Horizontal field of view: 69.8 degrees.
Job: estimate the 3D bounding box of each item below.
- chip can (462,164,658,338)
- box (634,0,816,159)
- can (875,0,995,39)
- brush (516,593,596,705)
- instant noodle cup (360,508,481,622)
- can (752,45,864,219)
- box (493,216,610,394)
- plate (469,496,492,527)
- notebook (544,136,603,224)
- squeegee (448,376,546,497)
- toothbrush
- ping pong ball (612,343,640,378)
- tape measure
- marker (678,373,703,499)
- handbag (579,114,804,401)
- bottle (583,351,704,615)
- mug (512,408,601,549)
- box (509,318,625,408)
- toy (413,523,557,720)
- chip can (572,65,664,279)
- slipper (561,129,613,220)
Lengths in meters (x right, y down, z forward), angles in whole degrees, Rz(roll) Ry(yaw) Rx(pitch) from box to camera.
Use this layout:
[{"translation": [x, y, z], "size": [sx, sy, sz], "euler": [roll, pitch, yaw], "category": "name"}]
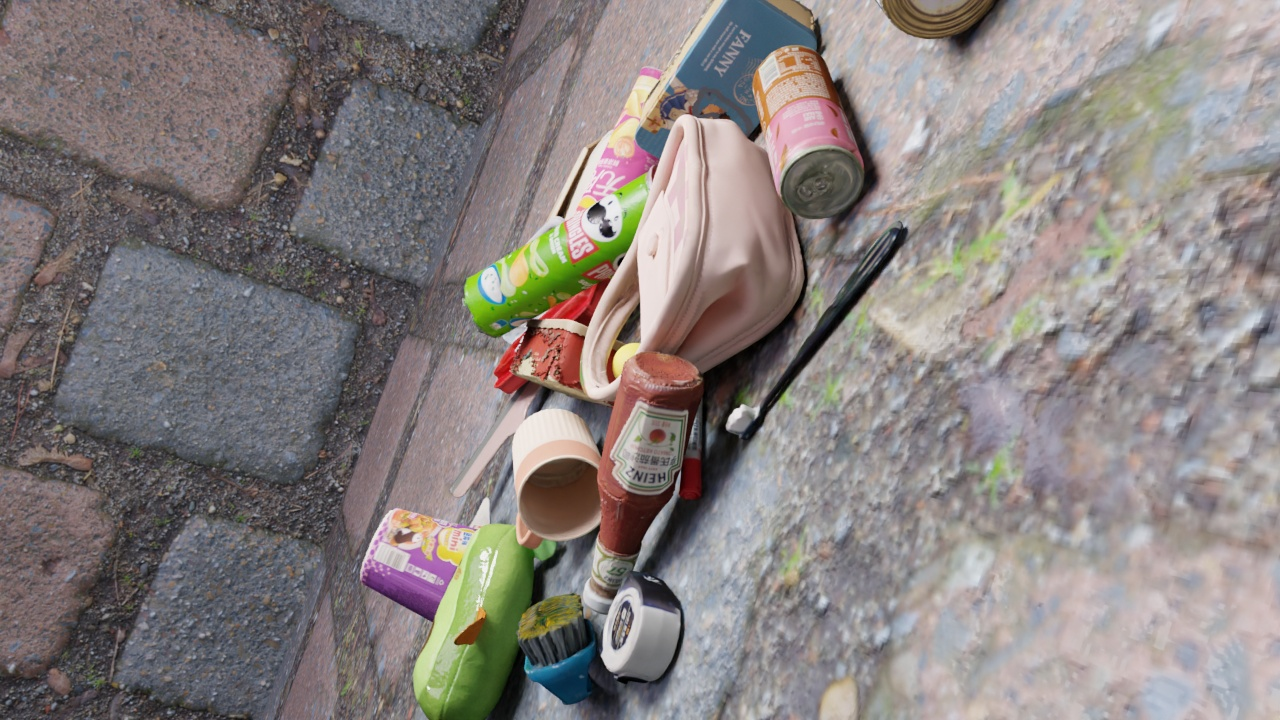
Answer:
[{"translation": [-0.064, -0.099, 0.880], "size": [0.237, 0.072, 0.072], "euler": [-26, 41, 26], "category": "chip can"}, {"translation": [0.073, -0.242, 0.778], "size": [0.185, 0.089, 0.060], "euler": [-50, 21, 45], "category": "box"}, {"translation": [0.170, -0.252, 0.560], "size": [0.075, 0.075, 0.111], "euler": [-55, 25, 34], "category": "can"}, {"translation": [-0.059, 0.221, 0.697], "size": [0.144, 0.055, 0.073], "euler": [141, 109, -82], "category": "brush"}, {"translation": [-0.229, 0.210, 0.955], "size": [0.111, 0.099, 0.111], "euler": [29, -98, -88], "category": "instant noodle cup"}, {"translation": [0.114, -0.162, 0.639], "size": [0.058, 0.058, 0.147], "euler": [-53, 26, 37], "category": "can"}, {"translation": [-0.125, -0.062, 1.059], "size": [0.202, 0.098, 0.118], "euler": [-38, 24, 42], "category": "box"}, {"translation": [-0.194, 0.258, 1.053], "size": [0.165, 0.034, 0.163], "euler": [-56, 24, 32], "category": "plate"}, {"translation": [-0.088, -0.216, 1.184], "size": [0.150, 0.012, 0.211], "euler": [-61, 4, 18], "category": "notebook"}, {"translation": [-0.121, 0.102, 1.009], "size": [0.248, 0.040, 0.249], "euler": [-54, 21, 5], "category": "squeegee"}, {"translation": [0.107, -0.015, 0.579], "size": [0.181, 0.018, 0.015], "euler": [-56, 21, 29], "category": "toothbrush"}, {"translation": [-0.005, 0.005, 0.806], "size": [0.040, 0.040, 0.040], "euler": [-52, 26, 39], "category": "ping pong ball"}, {"translation": [0.000, 0.186, 0.632], "size": [0.066, 0.033, 0.066], "euler": [-143, 73, -71], "category": "tape measure"}, {"translation": [0.040, 0.039, 0.696], "size": [0.017, 0.017, 0.145], "euler": [-48, 29, 45], "category": "marker"}, {"translation": [0.019, -0.058, 0.723], "size": [0.235, 0.093, 0.192], "euler": [-49, 27, 39], "category": "handbag"}, {"translation": [-0.005, 0.095, 0.663], "size": [0.059, 0.059, 0.206], "euler": [-112, 32, -62], "category": "bottle"}, {"translation": [-0.081, 0.113, 0.837], "size": [0.115, 0.081, 0.106], "euler": [-62, 20, 15], "category": "mug"}, {"translation": [-0.070, 0.009, 0.897], "size": [0.076, 0.091, 0.168], "euler": [-68, 20, -6], "category": "box"}, {"translation": [-0.158, 0.266, 0.868], "size": [0.227, 0.090, 0.246], "euler": [126, 163, -73], "category": "toy"}, {"translation": [-0.013, -0.193, 0.954], "size": [0.210, 0.071, 0.071], "euler": [-65, 20, 0], "category": "chip can"}, {"translation": [-0.066, -0.154, 1.093], "size": [0.114, 0.054, 0.275], "euler": [-87, 22, -44], "category": "slipper"}]
